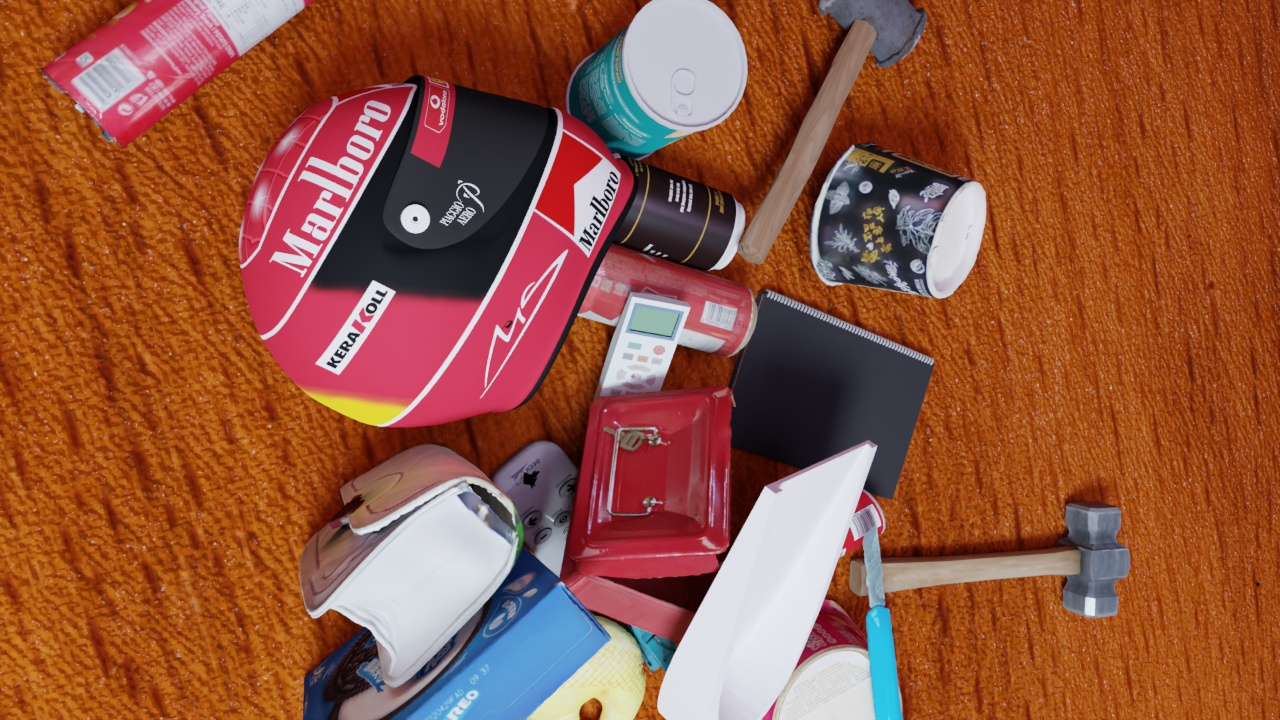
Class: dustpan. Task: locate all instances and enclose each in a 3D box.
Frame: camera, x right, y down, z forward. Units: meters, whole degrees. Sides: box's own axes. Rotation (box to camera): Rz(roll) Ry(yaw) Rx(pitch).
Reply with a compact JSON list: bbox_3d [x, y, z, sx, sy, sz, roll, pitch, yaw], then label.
[{"bbox_3d":[0.108,0.199,0.728,0.191,0.053,0.258,-9,129,-55],"label":"dustpan"}]

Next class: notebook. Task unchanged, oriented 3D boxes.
[{"bbox_3d":[0.182,0.036,0.888,0.206,0.016,0.149,20,86,-21],"label":"notebook"}]

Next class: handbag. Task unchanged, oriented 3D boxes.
[{"bbox_3d":[-0.167,0.127,0.659,0.141,0.199,0.096,-47,105,-14],"label":"handbag"}]

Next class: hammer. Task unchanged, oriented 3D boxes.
[{"bbox_3d":[0.164,-0.222,0.823,0.098,0.052,0.327,34,70,-20],"label":"hammer"},{"bbox_3d":[0.364,0.214,0.952,0.322,0.051,0.117,0,92,-19],"label":"hammer"}]

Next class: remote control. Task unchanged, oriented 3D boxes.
[{"bbox_3d":[-0.005,0.005,0.775,0.049,0.024,0.144,10,123,-15],"label":"remote control"},{"bbox_3d":[-0.065,0.141,0.794,0.074,0.019,0.151,-40,105,-15],"label":"remote control"}]

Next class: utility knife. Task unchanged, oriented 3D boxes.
[{"bbox_3d":[0.219,0.258,0.830,0.031,0.015,0.225,-10,98,-23],"label":"utility knife"}]

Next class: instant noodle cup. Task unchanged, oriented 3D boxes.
[{"bbox_3d":[0.168,0.326,0.862,0.178,0.078,0.178,-1,93,-21],"label":"instant noodle cup"},{"bbox_3d":[0.236,-0.120,0.822,0.137,0.112,0.137,-27,128,-41],"label":"instant noodle cup"}]

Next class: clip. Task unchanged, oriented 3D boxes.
[{"bbox_3d":[-0.001,0.235,0.814,0.031,0.121,0.130,-35,88,-15],"label":"clip"}]

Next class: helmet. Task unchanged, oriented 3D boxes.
[{"bbox_3d":[-0.157,-0.088,0.652,0.224,0.198,0.270,30,82,-28],"label":"helmet"}]

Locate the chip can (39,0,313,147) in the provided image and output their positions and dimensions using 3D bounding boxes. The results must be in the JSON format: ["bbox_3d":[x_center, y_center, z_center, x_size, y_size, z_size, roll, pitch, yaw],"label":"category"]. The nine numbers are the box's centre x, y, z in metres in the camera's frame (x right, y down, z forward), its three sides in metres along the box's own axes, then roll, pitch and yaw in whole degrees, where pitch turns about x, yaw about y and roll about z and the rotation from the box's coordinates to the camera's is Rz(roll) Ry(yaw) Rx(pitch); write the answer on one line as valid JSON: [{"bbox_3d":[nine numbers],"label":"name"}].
[{"bbox_3d":[-0.305,-0.249,0.657,0.232,0.073,0.073,-45,106,-13],"label":"chip can"}]

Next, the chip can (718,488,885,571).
[{"bbox_3d":[0.129,0.186,0.855,0.214,0.052,0.052,-24,101,-19],"label":"chip can"}]

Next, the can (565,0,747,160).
[{"bbox_3d":[0.008,-0.221,0.740,0.099,0.144,0.099,-1,92,-21],"label":"can"}]

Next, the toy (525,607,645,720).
[{"bbox_3d":[-0.078,0.265,0.774,0.170,0.064,0.155,1,104,-14],"label":"toy"}]

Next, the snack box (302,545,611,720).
[{"bbox_3d":[-0.142,0.214,0.650,0.195,0.239,0.056,-40,102,-15],"label":"snack box"}]

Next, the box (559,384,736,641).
[{"bbox_3d":[0.011,0.128,0.751,0.147,0.156,0.157,-1,50,12],"label":"box"}]

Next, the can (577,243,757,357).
[{"bbox_3d":[0.016,-0.053,0.792,0.170,0.067,0.067,15,87,-21],"label":"can"}]

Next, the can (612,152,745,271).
[{"bbox_3d":[0.019,-0.126,0.787,0.128,0.072,0.072,15,87,-21],"label":"can"}]
